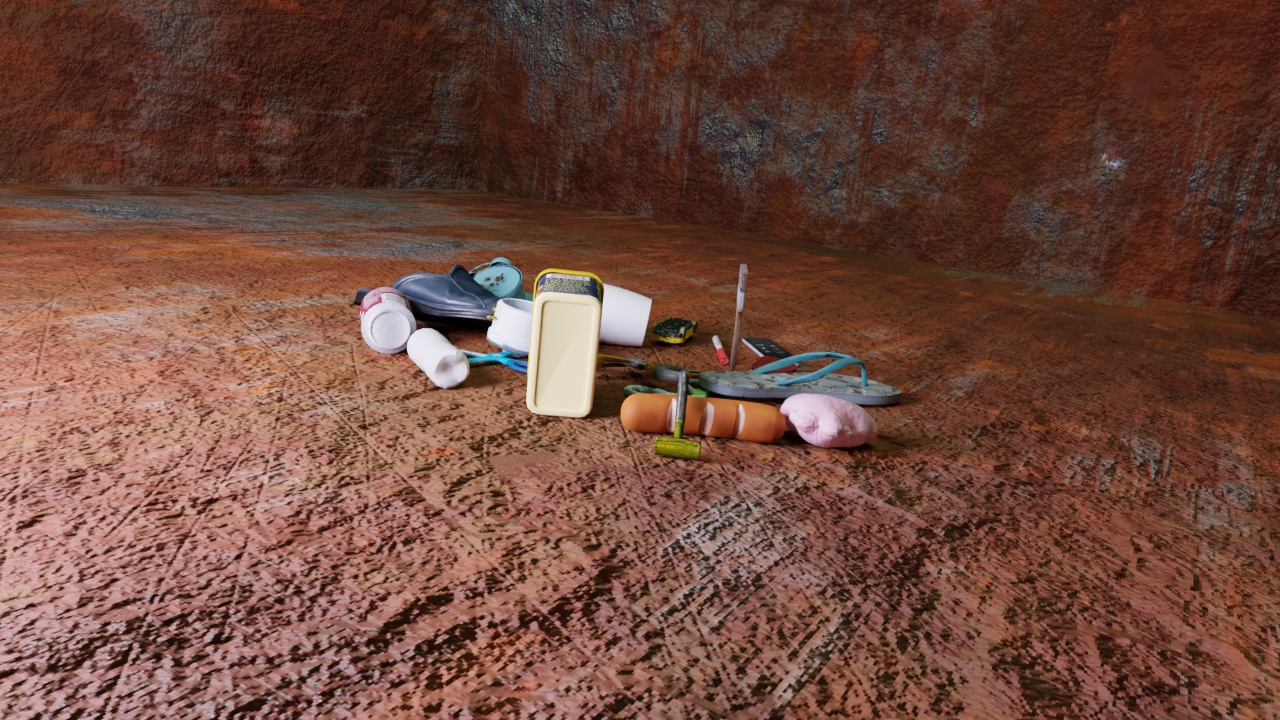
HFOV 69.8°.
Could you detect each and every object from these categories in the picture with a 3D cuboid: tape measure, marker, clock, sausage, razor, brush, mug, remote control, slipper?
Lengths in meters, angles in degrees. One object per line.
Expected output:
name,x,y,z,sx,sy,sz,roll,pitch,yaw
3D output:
tape measure,0.172,0.014,1.183,0.051,0.019,0.058,14,23,22
marker,0.111,-0.016,1.295,0.013,0.013,0.142,6,13,-2
clock,-0.216,-0.105,1.338,0.090,0.053,0.124,-25,41,-11
sausage,0.062,0.057,0.912,0.164,0.039,0.044,5,20,-4
razor,0.038,0.049,0.872,0.042,0.026,0.105,5,44,3
brush,0.120,-0.046,1.139,0.008,0.143,0.045,6,22,2
mug,-0.035,-0.056,1.285,0.087,0.080,0.114,12,-17,-1
clock,-0.131,-0.037,1.135,0.117,0.057,0.083,14,13,-5
remote control,0.187,-0.014,1.325,0.045,0.008,0.146,4,14,-11
slipper,0.193,0.015,1.104,0.268,0.055,0.098,3,12,-21
slipper,-0.254,-0.091,1.235,0.266,0.083,0.109,9,-7,13

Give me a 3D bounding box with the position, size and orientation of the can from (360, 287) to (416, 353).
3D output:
can,-0.313,-0.051,1.133,0.063,0.063,0.114,2,14,-18

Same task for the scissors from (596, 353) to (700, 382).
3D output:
scissors,-0.007,0.006,1.078,0.225,0.016,0.230,6,3,-28

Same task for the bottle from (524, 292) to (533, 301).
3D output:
bottle,-0.161,-0.078,1.365,0.130,0.040,0.040,14,16,30

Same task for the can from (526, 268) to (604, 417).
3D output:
can,-0.079,-0.018,0.957,0.075,0.135,0.104,5,16,-5

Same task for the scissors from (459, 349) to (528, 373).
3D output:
scissors,-0.162,-0.001,1.109,0.140,0.011,0.133,19,16,38

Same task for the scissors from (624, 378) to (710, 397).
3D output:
scissors,0.059,0.047,1.018,0.165,0.024,0.171,9,10,-11

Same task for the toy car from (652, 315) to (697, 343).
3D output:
toy car,0.051,-0.044,1.341,0.049,0.030,0.106,10,16,18

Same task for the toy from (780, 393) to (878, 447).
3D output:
toy,0.187,0.062,0.924,0.102,0.050,0.093,14,12,16

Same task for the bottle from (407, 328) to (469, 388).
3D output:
bottle,-0.231,-0.007,1.029,0.044,0.044,0.136,-1,15,-28
